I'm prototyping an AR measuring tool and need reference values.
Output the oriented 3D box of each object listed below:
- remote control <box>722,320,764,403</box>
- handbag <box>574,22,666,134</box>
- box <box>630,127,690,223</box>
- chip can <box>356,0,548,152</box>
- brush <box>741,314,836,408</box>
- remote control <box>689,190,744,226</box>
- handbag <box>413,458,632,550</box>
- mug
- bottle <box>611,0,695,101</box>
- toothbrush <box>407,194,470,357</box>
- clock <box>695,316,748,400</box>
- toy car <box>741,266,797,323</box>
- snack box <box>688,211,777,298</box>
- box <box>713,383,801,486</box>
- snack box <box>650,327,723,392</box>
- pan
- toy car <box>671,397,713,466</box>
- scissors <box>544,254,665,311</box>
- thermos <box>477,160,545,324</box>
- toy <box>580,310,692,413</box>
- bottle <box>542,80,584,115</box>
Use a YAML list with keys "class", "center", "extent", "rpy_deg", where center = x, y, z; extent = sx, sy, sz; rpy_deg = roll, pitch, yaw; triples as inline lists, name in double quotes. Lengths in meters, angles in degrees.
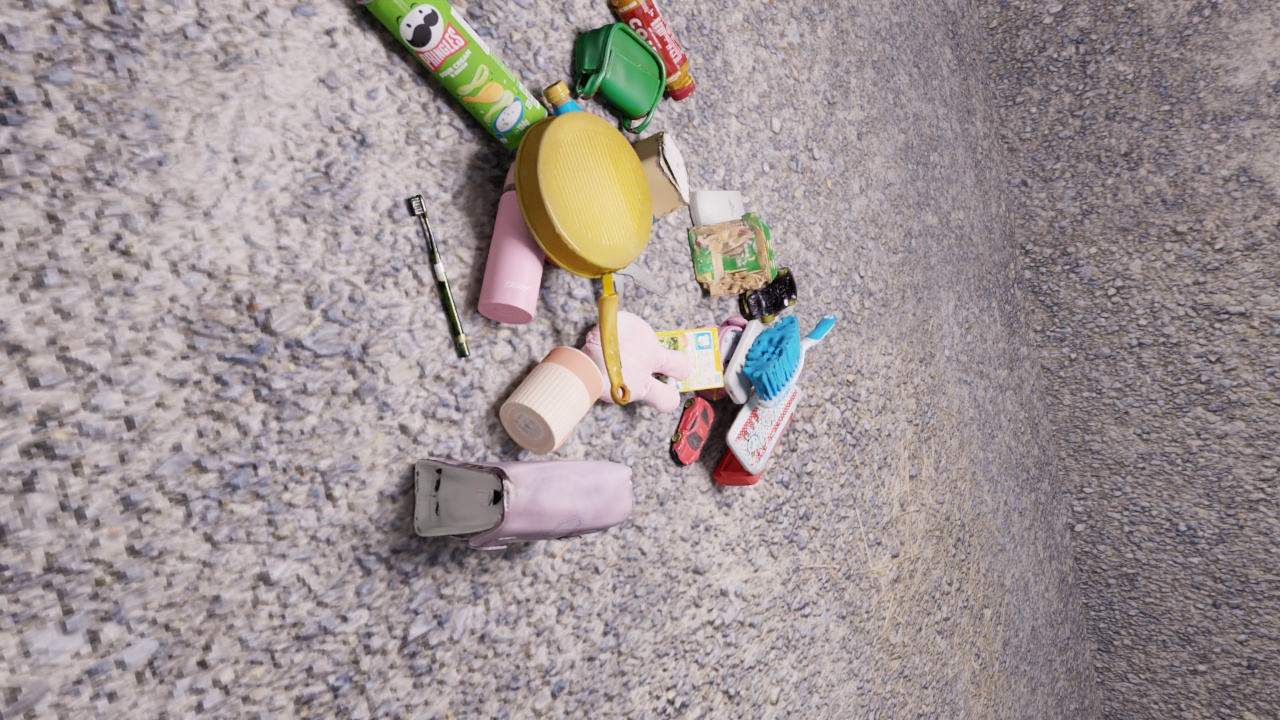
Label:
- class: "remote control"
  center: [0.158, 0.001, 1.370]
  extent: [0.056, 0.020, 0.135]
  rpy_deg: [55, 46, -33]
- class: "handbag"
  center: [-0.032, -0.390, 1.264]
  extent: [0.131, 0.068, 0.120]
  rpy_deg: [28, 70, -47]
- class: "box"
  center: [0.025, -0.253, 1.251]
  extent: [0.090, 0.062, 0.184]
  rpy_deg: [61, 16, -19]
- class: "chip can"
  center: [-0.204, -0.339, 1.027]
  extent: [0.236, 0.072, 0.072]
  rpy_deg: [42, 53, -40]
- class: "brush"
  center: [0.242, -0.027, 1.427]
  extent: [0.313, 0.061, 0.109]
  rpy_deg: [-53, 132, -44]
- class: "remote control"
  center: [0.123, -0.242, 1.464]
  extent: [0.134, 0.019, 0.056]
  rpy_deg: [-15, 96, -52]
- class: "handbag"
  center: [-0.122, 0.150, 0.989]
  extent: [0.196, 0.145, 0.098]
  rpy_deg: [7, 76, -50]
- class: "mug"
  center: [-0.104, 0.058, 1.090]
  extent: [0.105, 0.082, 0.115]
  rpy_deg: [-51, 152, -41]
- class: "bottle"
  center: [0.024, -0.465, 1.346]
  extent: [0.175, 0.058, 0.057]
  rpy_deg: [55, 46, -30]
- class: "toothbrush"
  center: [-0.221, -0.091, 1.012]
  extent: [0.017, 0.012, 0.186]
  rpy_deg: [-25, 104, -44]
- class: "clock"
  center: [0.136, -0.005, 1.409]
  extent: [0.158, 0.060, 0.117]
  rpy_deg: [-29, 108, -51]
- class: "toy car"
  center: [0.220, -0.110, 1.546]
  extent: [0.157, 0.042, 0.070]
  rpy_deg: [-29, 107, -49]
- class: "snack box"
  center: [0.154, -0.165, 1.429]
  extent: [0.105, 0.118, 0.117]
  rpy_deg: [-20, 101, -64]
- class: "box"
  center: [0.172, 0.090, 1.406]
  extent: [0.200, 0.095, 0.102]
  rpy_deg: [-54, 126, -41]
- class: "snack box"
  center: [0.049, 0.002, 1.285]
  extent: [0.140, 0.034, 0.087]
  rpy_deg: [-6, 88, -33]
- class: "pan"
  center: [-0.051, -0.119, 1.103]
  extent: [0.197, 0.078, 0.357]
  rpy_deg: [-24, 99, -48]
- class: "toy car"
  center: [0.077, 0.104, 1.341]
  extent: [0.049, 0.031, 0.106]
  rpy_deg: [50, 51, -33]
- class: "scissors"
  center: [-0.041, -0.145, 1.190]
  extent: [0.222, 0.015, 0.189]
  rpy_deg: [25, 89, -34]
- class: "thermos"
  center: [-0.132, -0.142, 1.082]
  extent: [0.087, 0.067, 0.198]
  rpy_deg: [17, 68, -21]
- class: "toy"
  center: [-0.007, 0.007, 1.207]
  extent: [0.159, 0.054, 0.121]
  rpy_deg: [29, 78, -24]
- class: "bottle"
  center: [-0.062, -0.260, 1.197]
  extent: [0.219, 0.065, 0.065]
  rpy_deg: [59, 44, -26]
